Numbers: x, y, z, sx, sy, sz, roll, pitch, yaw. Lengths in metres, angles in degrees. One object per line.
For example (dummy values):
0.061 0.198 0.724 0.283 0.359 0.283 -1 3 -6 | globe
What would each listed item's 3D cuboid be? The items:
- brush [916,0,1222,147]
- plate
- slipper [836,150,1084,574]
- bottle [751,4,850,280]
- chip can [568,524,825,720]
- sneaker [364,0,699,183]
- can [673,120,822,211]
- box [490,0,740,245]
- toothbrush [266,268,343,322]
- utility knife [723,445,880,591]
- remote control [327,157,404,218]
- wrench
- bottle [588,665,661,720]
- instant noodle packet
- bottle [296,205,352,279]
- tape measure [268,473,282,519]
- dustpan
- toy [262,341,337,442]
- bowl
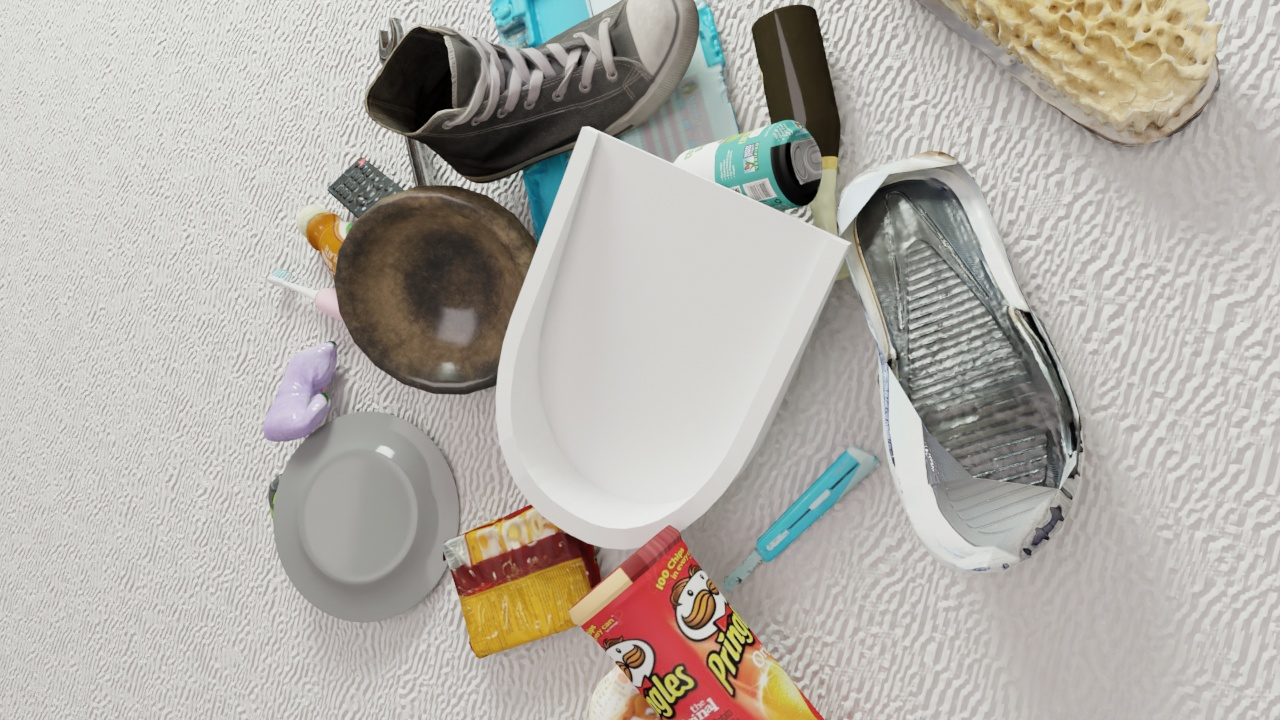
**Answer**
0.229 -0.235 0.562 0.083 0.056 0.271 -46 66 16 | brush
-0.238 0.132 0.782 0.178 0.012 0.178 -2 83 15 | plate
0.190 -0.004 0.557 0.111 0.063 0.263 -19 67 16 | slipper
0.116 -0.144 0.623 0.045 0.045 0.184 -13 85 27 | bottle
0.055 0.210 0.566 0.087 0.087 0.213 -43 81 18 | chip can
-0.076 -0.207 0.654 0.235 0.119 0.095 -14 79 25 | sneaker
0.066 -0.121 0.607 0.102 0.054 0.055 -5 81 45 | can
-0.022 -0.215 0.710 0.182 0.039 0.226 -18 76 25 | box
-0.267 -0.048 0.834 0.223 0.027 0.026 21 62 29 | toothbrush
0.105 0.110 0.618 0.022 0.015 0.141 40 107 0 | utility knife
-0.227 -0.135 0.806 0.047 0.022 0.150 -46 48 -7 | remote control
-0.197 -0.184 0.805 0.070 0.010 0.273 -38 63 52 | wrench
-0.003 0.239 0.635 0.063 0.063 0.109 18 93 29 | bottle
-0.091 0.166 0.706 0.136 0.039 0.098 -25 72 23 | instant noodle packet
-0.255 -0.095 0.817 0.167 0.059 0.059 34 101 36 | bottle
-0.305 0.130 0.832 0.065 0.035 0.059 34 110 24 | tape measure
-0.004 0.004 0.616 0.191 0.053 0.258 28 117 17 | dustpan
-0.301 0.028 0.826 0.080 0.036 0.099 -9 54 38 | toy
-0.147 -0.059 0.713 0.162 0.070 0.162 3 114 7 | bowl
